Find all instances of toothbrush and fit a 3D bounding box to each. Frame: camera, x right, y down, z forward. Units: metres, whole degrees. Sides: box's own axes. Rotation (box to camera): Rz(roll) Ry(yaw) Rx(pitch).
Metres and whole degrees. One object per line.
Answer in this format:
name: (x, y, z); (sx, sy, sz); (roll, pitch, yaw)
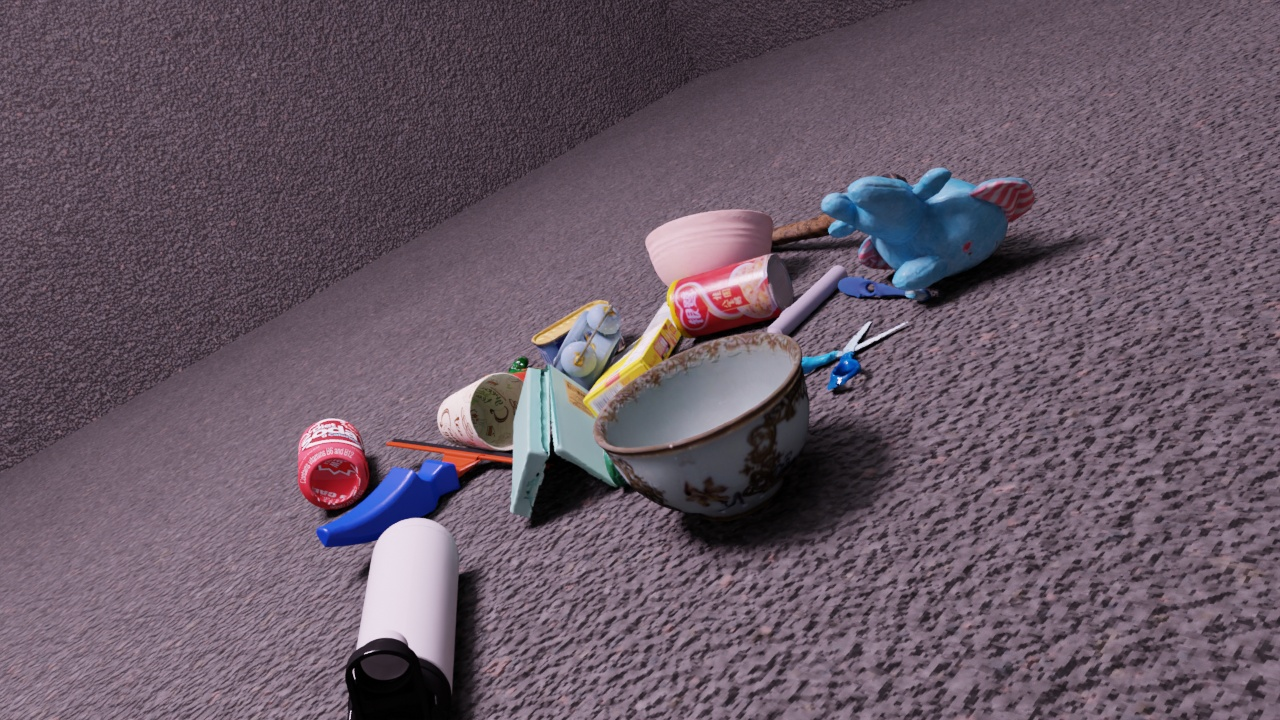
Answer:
toothbrush: (0.231, -0.069, 0.891); (0.016, 0.021, 0.132); (4, 7, -26)
toothbrush: (0.153, -0.044, 0.920); (0.018, 0.019, 0.187); (1, 33, 48)

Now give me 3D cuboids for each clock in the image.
clock: (-0.056, -0.010, 0.970); (0.088, 0.051, 0.125); (-61, -3, -26)

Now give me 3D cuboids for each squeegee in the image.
squeegee: (-0.230, 0.133, 0.890); (0.250, 0.055, 0.184); (2, 18, 38)

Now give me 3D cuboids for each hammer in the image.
hammer: (0.224, -0.155, 1.058); (0.120, 0.033, 0.331); (14, -7, -26)

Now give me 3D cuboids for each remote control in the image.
remote control: (0.028, -0.040, 1.061); (0.050, 0.022, 0.133); (-16, 22, 25)

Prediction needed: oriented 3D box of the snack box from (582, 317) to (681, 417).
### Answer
snack box: (-0.005, 0.005, 0.927); (0.075, 0.025, 0.152); (-36, 7, 20)

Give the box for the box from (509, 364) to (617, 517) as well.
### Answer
box: (-0.068, 0.073, 0.854); (0.091, 0.077, 0.188); (12, 19, -11)

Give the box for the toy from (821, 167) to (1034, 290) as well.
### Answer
toy: (0.249, -0.118, 0.832); (0.180, 0.114, 0.184); (5, -17, -33)

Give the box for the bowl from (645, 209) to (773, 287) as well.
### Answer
bowl: (0.084, -0.113, 1.065); (0.153, 0.076, 0.153); (-7, -11, -2)

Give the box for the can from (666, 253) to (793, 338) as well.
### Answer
can: (0.096, -0.068, 0.981); (0.125, 0.067, 0.066); (-13, 23, 31)

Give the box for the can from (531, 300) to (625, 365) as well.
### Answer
can: (-0.071, -0.022, 1.083); (0.099, 0.059, 0.054); (-32, 21, -17)

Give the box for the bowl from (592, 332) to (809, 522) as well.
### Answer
bowl: (0.056, 0.059, 0.668); (0.160, 0.094, 0.159); (-23, 20, 8)

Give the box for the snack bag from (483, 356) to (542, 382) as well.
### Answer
snack bag: (-0.176, 0.031, 1.120); (0.087, 0.044, 0.154); (-10, 20, 24)

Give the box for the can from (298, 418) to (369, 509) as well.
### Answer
can: (-0.356, 0.117, 1.060); (0.074, 0.074, 0.142); (-30, 20, -12)

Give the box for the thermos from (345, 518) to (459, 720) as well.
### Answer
thermos: (-0.165, 0.176, 0.641); (0.068, 0.101, 0.229); (-8, 19, -8)

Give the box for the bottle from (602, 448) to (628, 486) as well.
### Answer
bottle: (0.025, 0.070, 0.760); (0.110, 0.043, 0.042); (-20, 20, 13)

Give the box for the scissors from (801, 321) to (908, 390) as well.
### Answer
scissors: (0.183, -0.004, 0.799); (0.130, 0.014, 0.117); (-24, 16, -6)

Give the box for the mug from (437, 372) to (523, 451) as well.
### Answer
mug: (-0.154, 0.055, 0.995); (0.121, 0.081, 0.097); (-14, 1, -39)
